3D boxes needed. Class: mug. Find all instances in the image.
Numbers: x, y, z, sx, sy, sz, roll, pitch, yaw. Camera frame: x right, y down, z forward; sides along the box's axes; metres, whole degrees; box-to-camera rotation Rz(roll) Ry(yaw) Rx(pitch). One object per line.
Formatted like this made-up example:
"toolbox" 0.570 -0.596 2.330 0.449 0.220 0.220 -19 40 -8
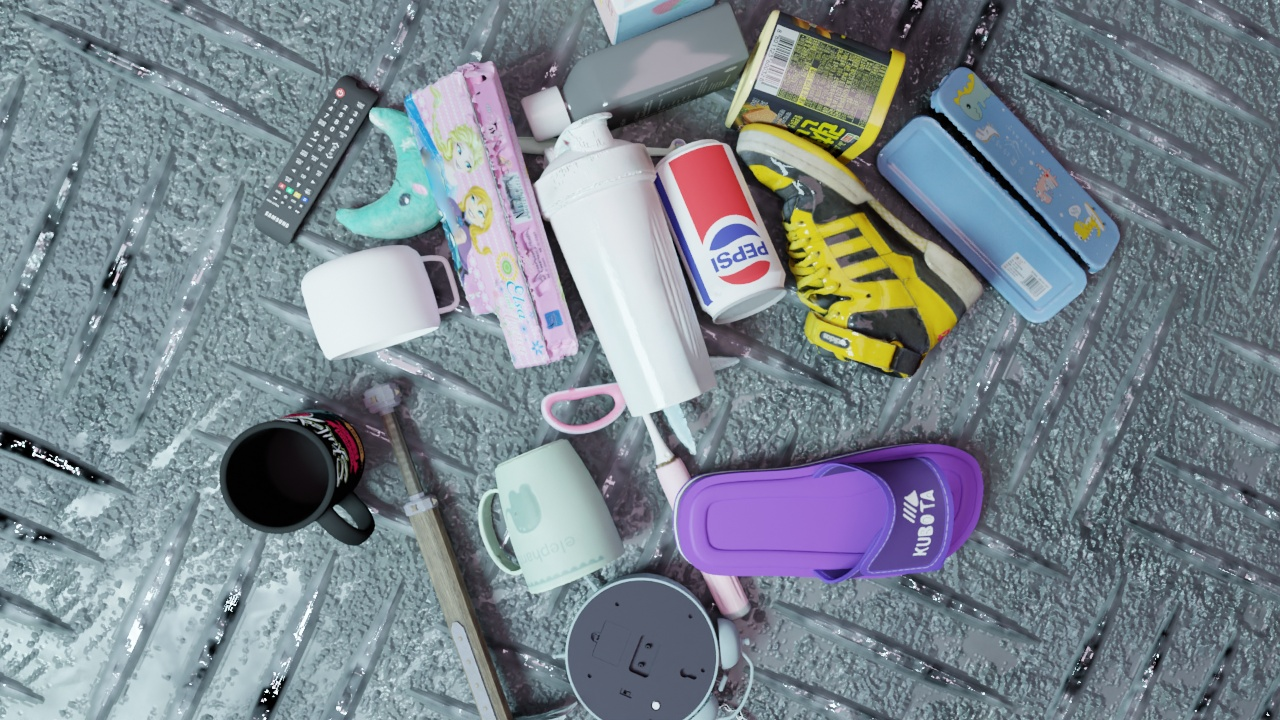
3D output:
"mug" -0.082 0.127 0.738 0.111 0.084 0.104 -25 85 25
"mug" -0.252 0.096 0.708 0.082 0.098 0.118 -43 94 -2
"mug" -0.199 -0.048 0.713 0.115 0.094 0.068 -19 92 -26

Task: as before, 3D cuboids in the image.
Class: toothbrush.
"toothbrush" 0.036 0.113 0.767 0.027 0.027 0.222 -26 93 -22
"toothbrush" -0.038 -0.175 0.755 0.154 0.015 0.022 1 57 -5

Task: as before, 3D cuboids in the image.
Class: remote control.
"remote control" -0.261 -0.161 0.739 0.033 0.015 0.147 31 90 -5

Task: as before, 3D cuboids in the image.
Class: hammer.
"hammer" -0.164 0.169 0.744 0.147 0.028 0.317 -20 89 21

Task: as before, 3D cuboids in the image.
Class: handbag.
"handbag" 0.038 0.348 0.726 0.153 0.125 0.114 8 91 -4

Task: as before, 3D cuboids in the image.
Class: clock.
"clock" 0.014 0.241 0.749 0.159 0.045 0.122 21 87 4

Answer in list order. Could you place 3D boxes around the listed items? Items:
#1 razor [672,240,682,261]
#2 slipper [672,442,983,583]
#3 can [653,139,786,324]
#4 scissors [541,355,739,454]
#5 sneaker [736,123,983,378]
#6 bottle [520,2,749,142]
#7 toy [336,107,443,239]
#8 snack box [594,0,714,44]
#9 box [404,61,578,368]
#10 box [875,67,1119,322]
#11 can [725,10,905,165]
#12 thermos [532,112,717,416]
"razor" 0.038 -0.087 0.762 0.144 0.022 0.042 24 91 -5
"slipper" 0.165 0.127 0.731 0.266 0.084 0.107 -3 89 -10
"can" 0.061 -0.101 0.724 0.070 0.070 0.132 -21 79 -3
"scissors" -0.002 -0.001 0.751 0.170 0.013 0.176 -11 82 -10
"sneaker" 0.150 -0.076 0.735 0.238 0.086 0.122 35 85 -8
"bottle" -0.008 -0.219 0.723 0.174 0.084 0.046 -21 93 -2
"toy" -0.191 -0.144 0.736 0.085 0.033 0.105 20 89 -4
"snack box" 0.004 -0.318 0.721 0.093 0.079 0.095 -22 94 -3
"box" -0.117 -0.105 0.705 0.070 0.085 0.230 -18 98 -17
"box" 0.305 -0.139 0.769 0.209 0.043 0.125 44 90 -6
"can" 0.129 -0.205 0.710 0.101 0.131 0.072 20 90 -2
"thermos" -0.014 -0.070 0.707 0.099 0.099 0.220 -20 92 -3
